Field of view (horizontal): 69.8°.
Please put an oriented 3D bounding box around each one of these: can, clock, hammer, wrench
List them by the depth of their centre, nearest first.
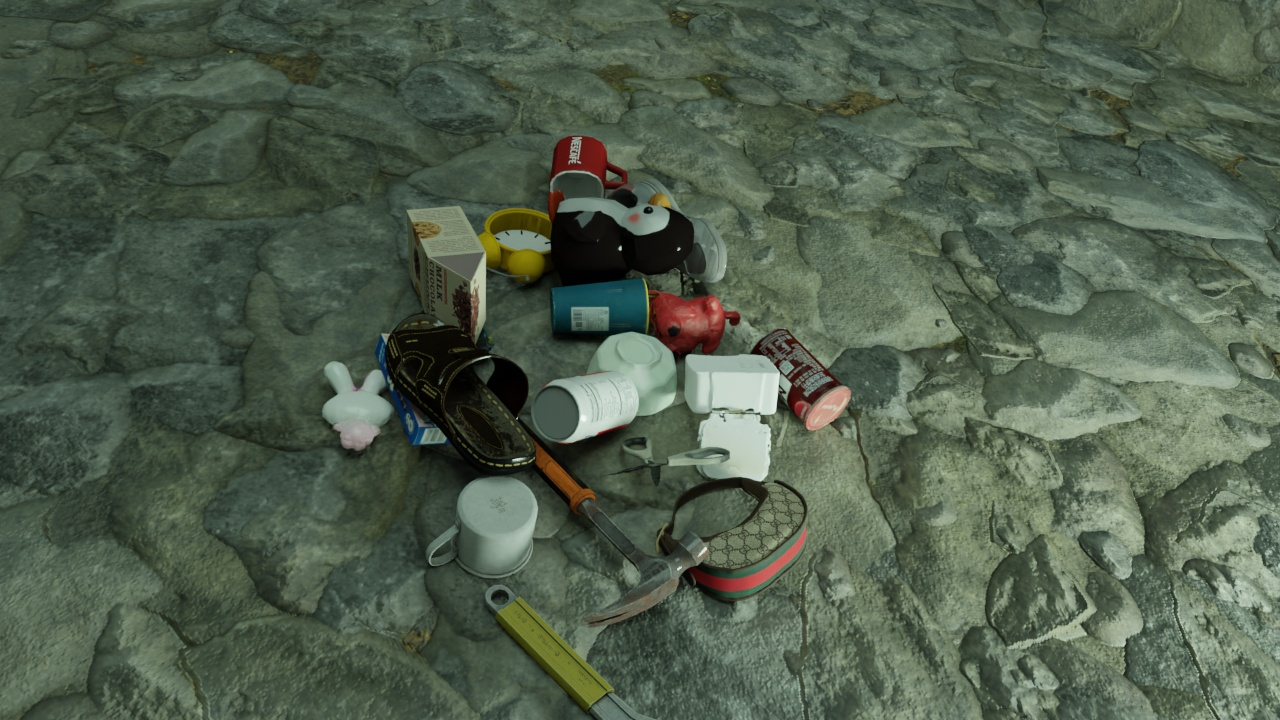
[{"bbox_3d":[-0.048,0.301,0.853,0.273,0.018,0.083,38,49,24],"label":"wrench"},{"bbox_3d":[-0.083,0.147,0.980,0.137,0.035,0.314,-39,55,-16],"label":"hammer"},{"bbox_3d":[-0.061,0.051,1.034,0.070,0.070,0.131,35,19,21],"label":"can"},{"bbox_3d":[-0.168,-0.159,1.273,0.113,0.052,0.151,22,40,9],"label":"clock"}]

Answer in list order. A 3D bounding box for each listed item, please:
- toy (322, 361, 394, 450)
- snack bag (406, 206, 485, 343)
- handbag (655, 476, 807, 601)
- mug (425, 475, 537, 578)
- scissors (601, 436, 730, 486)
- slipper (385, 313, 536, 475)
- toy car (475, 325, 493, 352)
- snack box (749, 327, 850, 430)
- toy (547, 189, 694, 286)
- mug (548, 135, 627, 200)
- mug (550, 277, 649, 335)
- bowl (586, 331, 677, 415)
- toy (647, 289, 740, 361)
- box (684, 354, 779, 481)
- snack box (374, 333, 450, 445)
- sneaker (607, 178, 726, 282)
[{"bbox_3d":[-0.318,0.052,1.030,0.079,0.038,0.122,9,42,-23],"label":"toy"},{"bbox_3d":[-0.234,-0.104,1.137,0.069,0.094,0.206,-8,35,-21],"label":"snack bag"},{"bbox_3d":[0.097,0.184,0.990,0.166,0.063,0.138,-31,42,-31],"label":"handbag"},{"bbox_3d":[-0.160,0.170,0.923,0.113,0.071,0.084,-14,50,-28],"label":"mug"},{"bbox_3d":[0.020,0.108,1.012,0.170,0.012,0.158,-4,11,-26],"label":"scissors"},{"bbox_3d":[-0.192,0.020,0.992,0.112,0.076,0.268,-3,38,-40],"label":"slipper"},{"bbox_3d":[-0.212,-0.030,1.144,0.038,0.027,0.089,-9,38,-26],"label":"toy car"},{"bbox_3d":[0.199,0.022,1.161,0.072,0.072,0.121,-19,52,-30],"label":"snack box"},{"bbox_3d":[-0.020,-0.152,1.223,0.184,0.140,0.159,2,-1,17],"label":"toy"},{"bbox_3d":[-0.078,-0.282,1.394,0.116,0.081,0.096,3,44,-2],"label":"mug"},{"bbox_3d":[-0.055,-0.066,1.191,0.121,0.078,0.078,-3,46,-10],"label":"mug"},{"bbox_3d":[-0.007,0.007,1.134,0.117,0.061,0.117,7,45,-7],"label":"bowl"},{"bbox_3d":[0.070,-0.063,1.214,0.132,0.088,0.094,-10,37,-24],"label":"toy"},{"bbox_3d":[0.111,0.071,1.097,0.107,0.132,0.151,-1,15,-4],"label":"box"},{"bbox_3d":[-0.241,0.031,1.057,0.087,0.033,0.154,1,42,-38],"label":"snack box"},{"bbox_3d":[0.028,-0.181,1.312,0.089,0.099,0.236,-16,44,-28],"label":"sneaker"}]
